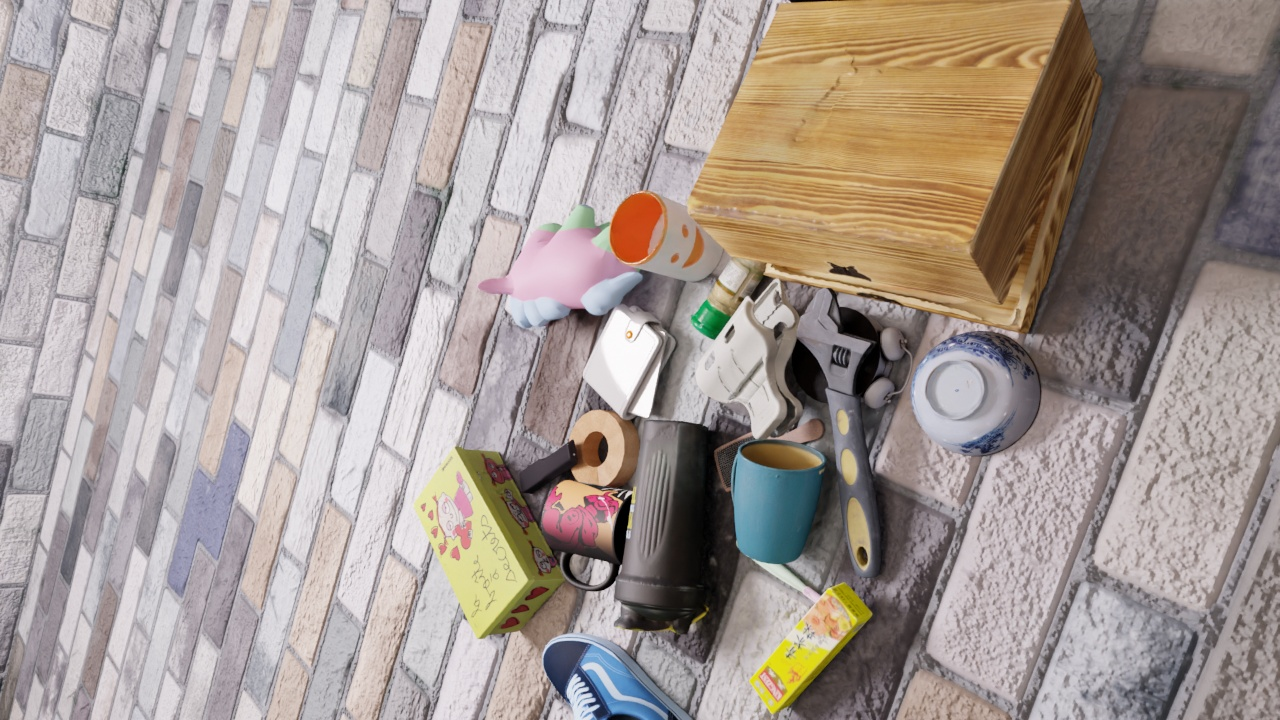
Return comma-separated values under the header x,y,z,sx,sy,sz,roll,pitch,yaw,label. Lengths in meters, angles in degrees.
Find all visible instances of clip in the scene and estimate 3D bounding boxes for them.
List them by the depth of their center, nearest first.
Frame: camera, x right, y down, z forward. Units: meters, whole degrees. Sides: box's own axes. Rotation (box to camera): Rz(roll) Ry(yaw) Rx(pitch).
x,y,z,sx,sy,sz,roll,pitch,yaw,label
0.103,0.006,0.917,0.127,0.101,0.151,122,154,-51,clip

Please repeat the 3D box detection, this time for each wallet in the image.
x,y,z,sx,sy,sz,roll,pitch,yaw,label
-0.007,0.006,1.072,0.115,0.037,0.119,43,115,37,wallet

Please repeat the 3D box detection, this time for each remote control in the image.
x,y,z,sx,sy,sz,roll,pitch,yaw,label
-0.116,0.133,1.139,0.137,0.015,0.032,-37,59,51,remote control

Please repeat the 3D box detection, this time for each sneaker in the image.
x,y,z,sx,sy,sz,roll,pitch,yaw,label
-0.044,0.373,1.005,0.241,0.098,0.083,23,99,42,sneaker

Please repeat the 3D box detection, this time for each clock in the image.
x,y,z,sx,sy,sz,roll,pitch,yaw,label
0.205,-0.001,0.885,0.123,0.035,0.094,17,95,41,clock

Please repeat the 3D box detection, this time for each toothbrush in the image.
x,y,z,sx,sy,sz,roll,pitch,yaw,label
0.152,0.217,0.910,0.155,0.015,0.022,30,134,41,toothbrush

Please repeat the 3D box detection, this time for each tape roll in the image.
x,y,z,sx,sy,sz,roll,pitch,yaw,label
-0.045,0.107,1.096,0.094,0.027,0.094,-8,78,41,tape roll

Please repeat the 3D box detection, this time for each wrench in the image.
x,y,z,sx,sy,sz,roll,pitch,yaw,label
0.193,0.067,0.855,0.074,0.022,0.273,-7,92,38,wrench

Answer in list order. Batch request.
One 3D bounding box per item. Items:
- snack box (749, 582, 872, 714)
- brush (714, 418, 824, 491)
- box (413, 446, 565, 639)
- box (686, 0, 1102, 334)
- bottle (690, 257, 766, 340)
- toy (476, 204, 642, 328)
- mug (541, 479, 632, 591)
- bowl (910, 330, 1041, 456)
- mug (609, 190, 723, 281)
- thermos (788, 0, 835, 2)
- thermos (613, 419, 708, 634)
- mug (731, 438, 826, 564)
x,y,z,sx,sy,sz,roll,pitch,yaw,label
0.159,0.274,0.871,0.040,0.028,0.148,50,124,31,snack box
0.131,0.092,0.950,0.136,0.015,0.049,-30,65,35,brush
-0.198,0.231,1.181,0.125,0.079,0.221,-49,53,24,box
0.234,-0.185,0.824,0.280,0.192,0.251,17,80,43,box
0.098,-0.076,0.987,0.043,0.043,0.111,47,113,36,bottle
-0.086,-0.099,1.110,0.171,0.120,0.222,-55,41,5,toy
-0.051,0.201,1.037,0.098,0.081,0.118,5,80,32,mug
0.284,0.026,0.802,0.114,0.045,0.114,-8,78,41,bowl
0.030,-0.135,1.015,0.082,0.105,0.082,-8,77,41,mug
0.169,-0.376,0.866,0.086,0.198,0.086,-8,78,41,thermos
0.029,0.177,0.981,0.098,0.098,0.220,-3,76,42,thermos
0.125,0.135,0.907,0.112,0.084,0.104,32,121,59,mug
